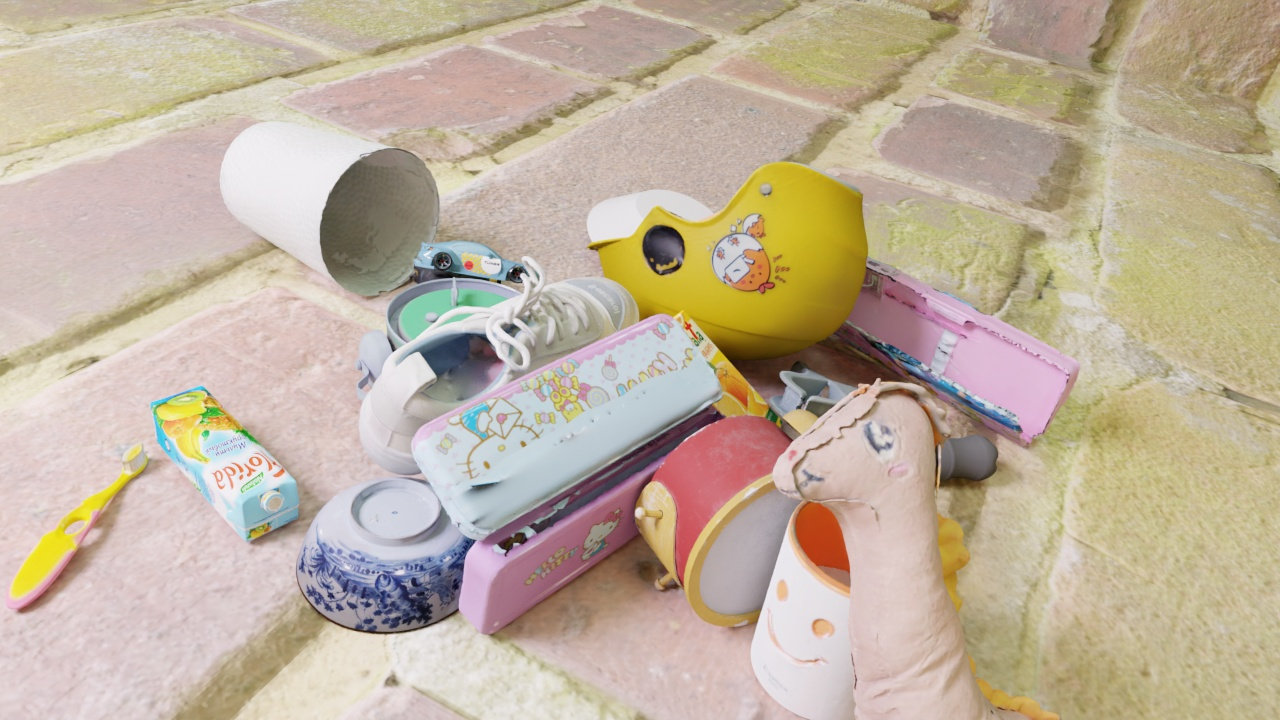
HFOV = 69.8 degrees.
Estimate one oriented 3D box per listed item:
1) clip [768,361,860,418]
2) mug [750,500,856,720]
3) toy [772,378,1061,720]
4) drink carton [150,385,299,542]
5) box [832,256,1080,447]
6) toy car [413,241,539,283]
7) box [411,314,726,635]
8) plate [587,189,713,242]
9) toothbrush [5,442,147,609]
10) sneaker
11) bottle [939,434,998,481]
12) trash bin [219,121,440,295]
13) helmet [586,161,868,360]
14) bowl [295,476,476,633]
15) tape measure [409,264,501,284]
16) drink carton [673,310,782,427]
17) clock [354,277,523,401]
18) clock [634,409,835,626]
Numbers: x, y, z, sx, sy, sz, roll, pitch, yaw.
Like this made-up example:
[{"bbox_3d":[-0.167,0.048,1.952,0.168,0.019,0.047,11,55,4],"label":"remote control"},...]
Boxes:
[{"bbox_3d":[0.133,0.025,0.728,0.090,0.027,0.162,27,12,26],"label":"clip"},{"bbox_3d":[0.113,0.140,0.521,0.082,0.105,0.082,7,33,-5],"label":"mug"},{"bbox_3d":[0.156,0.139,0.443,0.195,0.264,0.065,-3,-5,-28],"label":"toy"},{"bbox_3d":[-0.268,0.064,0.591,0.129,0.039,0.044,33,39,30],"label":"drink carton"},{"bbox_3d":[0.245,-0.008,0.799,0.090,0.085,0.230,-21,44,-41],"label":"box"},{"bbox_3d":[-0.134,-0.084,0.770,0.107,0.027,0.060,8,5,-14],"label":"toy car"},{"bbox_3d":[-0.029,0.063,0.565,0.213,0.140,0.062,-27,21,-39],"label":"box"},{"bbox_3d":[0.033,-0.134,0.946,0.174,0.036,0.173,14,39,-12],"label":"plate"},{"bbox_3d":[-0.333,0.094,0.548,0.021,0.016,0.135,14,33,-4],"label":"toothbrush"},{"bbox_3d":[-0.075,-0.012,0.616,0.089,0.091,0.241,46,46,13],"label":"sneaker"},{"bbox_3d":[0.222,0.076,0.711,0.109,0.036,0.036,1,34,-14],"label":"bottle"},{"bbox_3d":[-0.287,-0.147,0.833,0.161,0.133,0.133,24,35,28],"label":"trash bin"},{"bbox_3d":[0.082,-0.065,0.784,0.240,0.139,0.208,-15,-3,26],"label":"helmet"},{"bbox_3d":[-0.149,0.106,0.555,0.114,0.045,0.114,7,33,-5],"label":"bowl"},{"bbox_3d":[-0.164,-0.072,0.826,0.071,0.042,0.072,-17,44,-40],"label":"tape measure"},{"bbox_3d":[0.045,0.025,0.679,0.122,0.041,0.058,47,35,-7],"label":"drink carton"},{"bbox_3d":[-0.145,-0.006,0.697,0.122,0.075,0.161,25,35,20],"label":"clock"},{"bbox_3d":[0.074,0.086,0.575,0.158,0.117,0.081,-26,41,-15],"label":"clock"}]
